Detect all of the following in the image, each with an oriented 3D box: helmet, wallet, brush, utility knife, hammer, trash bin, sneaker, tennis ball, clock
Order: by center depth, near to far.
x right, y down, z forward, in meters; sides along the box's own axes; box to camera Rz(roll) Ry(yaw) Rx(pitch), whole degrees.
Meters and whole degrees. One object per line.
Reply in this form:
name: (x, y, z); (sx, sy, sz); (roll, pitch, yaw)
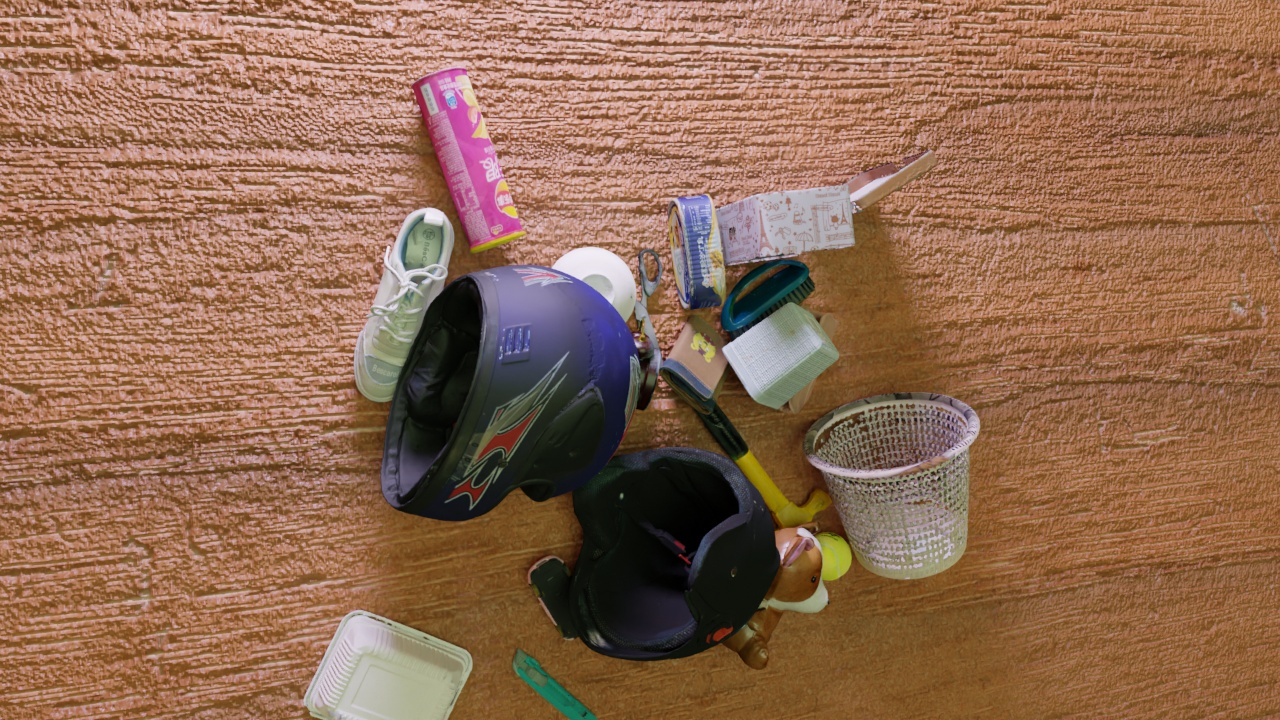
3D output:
helmet: (-0.134, 0.049, 1.058); (0.240, 0.247, 0.316); (16, 111, -34)
sneaker: (-0.273, -0.065, 1.082); (0.089, 0.091, 0.242); (17, 87, -16)
helmet: (0.043, 0.244, 1.118); (0.274, 0.234, 0.230); (-56, 135, -6)
clock: (-0.007, 0.007, 1.168); (0.055, 0.082, 0.122); (13, 99, -8)
utility knife: (-0.112, 0.429, 1.188); (0.151, 0.013, 0.029); (45, 81, -14)
wallet: (0.078, 0.004, 1.196); (0.090, 0.033, 0.115); (43, 44, -13)
brush: (0.165, -0.088, 1.228); (0.143, 0.055, 0.073); (-37, 116, -9)
trash bin: (0.348, 0.174, 1.232); (0.227, 0.227, 0.192); (-22, 111, -16)
brush: (0.218, 0.002, 1.245); (0.063, 0.073, 0.145); (21, 88, -19)
hammer: (0.134, 0.126, 1.245); (0.128, 0.033, 0.301); (-40, 102, -14)
tennis ball: (0.259, 0.271, 1.270); (0.065, 0.065, 0.065); (-1, 92, -17)

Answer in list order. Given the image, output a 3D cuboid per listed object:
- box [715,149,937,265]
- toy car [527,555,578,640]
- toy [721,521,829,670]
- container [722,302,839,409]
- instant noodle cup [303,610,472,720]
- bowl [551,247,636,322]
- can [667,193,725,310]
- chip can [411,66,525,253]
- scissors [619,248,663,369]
box: (0.236, -0.195, 1.189); (0.260, 0.179, 0.105); (-11, 95, -16)
toy car: (-0.102, 0.303, 1.176); (0.056, 0.037, 0.122); (-31, 113, -11)
toy: (0.181, 0.304, 1.205); (0.130, 0.140, 0.199); (27, 97, 5)
container: (0.184, -0.008, 1.182); (0.112, 0.090, 0.090); (-38, 64, 19)
instant noodle cup: (-0.300, 0.394, 1.106); (0.173, 0.060, 0.138); (27, 84, -18)
bowl: (-0.059, -0.085, 1.152); (0.118, 0.065, 0.118); (-1, 94, -9)
can: (0.073, -0.141, 1.195); (0.049, 0.075, 0.148); (-9, 94, -13)
chip can: (-0.206, -0.240, 1.107); (0.071, 0.071, 0.210); (-21, 97, -16)
scissors: (-0.004, -0.062, 1.208); (0.156, 0.014, 0.168); (26, 89, -16)
